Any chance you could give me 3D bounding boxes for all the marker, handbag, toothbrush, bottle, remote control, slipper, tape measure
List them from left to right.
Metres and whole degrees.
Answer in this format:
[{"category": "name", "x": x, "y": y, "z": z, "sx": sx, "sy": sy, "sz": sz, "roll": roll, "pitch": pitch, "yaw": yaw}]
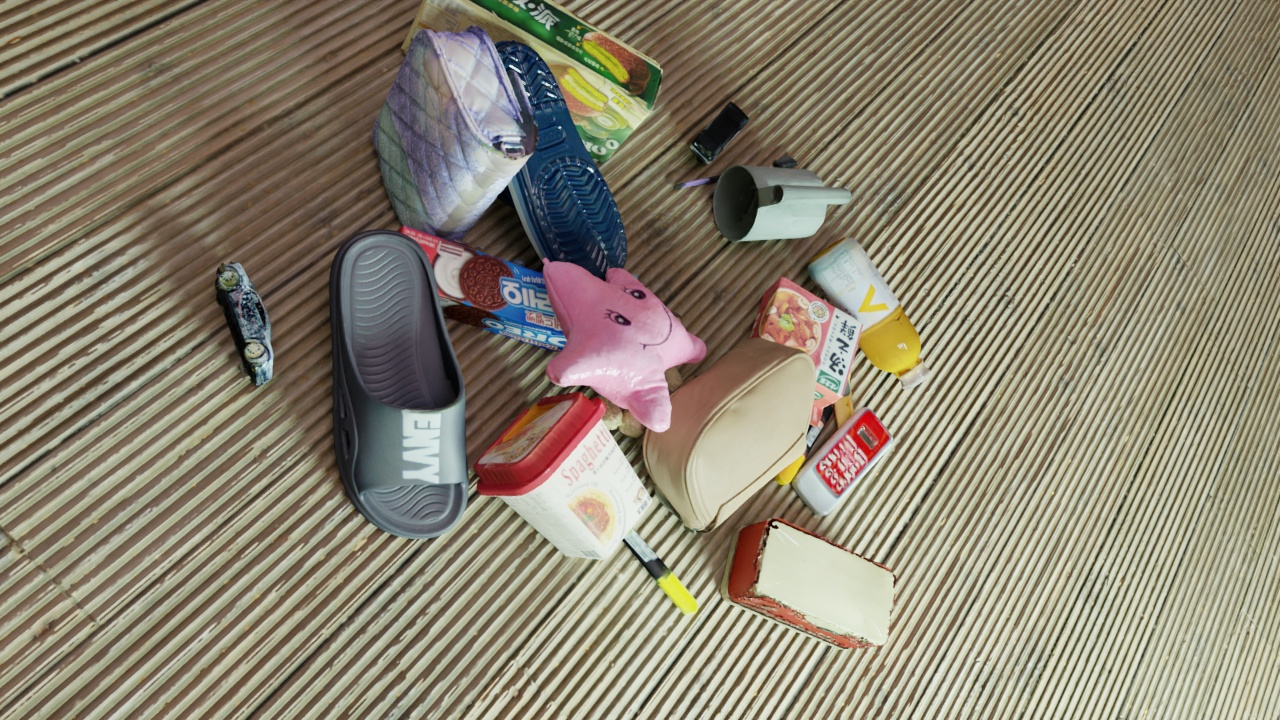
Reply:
[{"category": "slipper", "x": -0.201, "y": 0.022, "z": 0.762, "sx": 0.110, "sy": 0.083, "sz": 0.268, "roll": -9, "pitch": 94, "yaw": -22}, {"category": "handbag", "x": -0.166, "y": -0.193, "z": 0.810, "sx": 0.075, "sy": 0.194, "sz": 0.134, "roll": -18, "pitch": 83, "yaw": -34}, {"category": "slipper", "x": -0.103, "y": -0.178, "z": 0.891, "sx": 0.104, "sy": 0.095, "sz": 0.253, "roll": -40, "pitch": 116, "yaw": -37}, {"category": "marker", "x": 0.011, "y": 0.197, "z": 0.887, "sx": 0.124, "sy": 0.015, "sz": 0.018, "roll": 50, "pitch": 58, "yaw": -2}, {"category": "tape measure", "x": 0.087, "y": -0.255, "z": 1.040, "sx": 0.033, "sy": 0.066, "sz": 0.065, "roll": 44, "pitch": 86, "yaw": -5}, {"category": "handbag", "x": 0.088, "y": 0.069, "z": 0.912, "sx": 0.204, "sy": 0.100, "sz": 0.148, "roll": -33, "pitch": 128, "yaw": -33}, {"category": "toothbrush", "x": 0.113, "y": -0.220, "z": 1.073, "sx": 0.188, "sy": 0.014, "sz": 0.016, "roll": -17, "pitch": 75, "yaw": -31}, {"category": "marker", "x": 0.181, "y": 0.091, "z": 1.010, "sx": 0.018, "sy": 0.015, "sz": 0.123, "roll": 44, "pitch": 57, "yaw": -6}, {"category": "remote control", "x": 0.224, "y": 0.110, "z": 1.013, "sx": 0.135, "sy": 0.020, "sz": 0.056, "roll": -40, "pitch": 95, "yaw": -24}, {"category": "bottle", "x": 0.270, "y": -0.053, "z": 1.071, "sx": 0.067, "sy": 0.068, "sz": 0.189, "roll": -36, "pitch": 93, "yaw": -32}]

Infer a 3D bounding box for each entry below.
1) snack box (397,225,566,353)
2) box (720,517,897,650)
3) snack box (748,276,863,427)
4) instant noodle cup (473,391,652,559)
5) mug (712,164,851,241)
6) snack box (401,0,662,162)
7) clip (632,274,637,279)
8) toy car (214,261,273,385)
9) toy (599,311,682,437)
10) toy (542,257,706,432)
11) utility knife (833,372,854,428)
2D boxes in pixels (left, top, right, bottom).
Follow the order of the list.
[{"category": "snack box", "x": -0.136, "y": -0.062, "z": 0.865, "sx": 0.207, "sy": 0.057, "sz": 0.058, "roll": 18, "pitch": 69, "yaw": -23}, {"category": "box", "x": 0.176, "y": 0.228, "z": 0.925, "sx": 0.168, "sy": 0.079, "sz": 0.091, "roll": 26, "pitch": 63, "yaw": -18}, {"category": "snack box", "x": 0.177, "y": -0.010, "z": 1.015, "sx": 0.113, "sy": 0.044, "sz": 0.126, "roll": 28, "pitch": 61, "yaw": -11}, {"category": "instant noodle cup", "x": -0.065, "y": 0.108, "z": 0.824, "sx": 0.116, "sy": 0.117, "sz": 0.124, "roll": -48, "pitch": 111, "yaw": -31}, {"category": "mug", "x": 0.157, "y": -0.176, "z": 1.021, "sx": 0.103, "sy": 0.124, "sz": 0.083, "roll": -5, "pitch": 95, "yaw": -32}, {"category": "snack box", "x": -0.108, "y": -0.301, "z": 0.922, "sx": 0.240, "sy": 0.115, "sz": 0.063, "roll": 24, "pitch": 63, "yaw": -19}, {"category": "clip", "x": -0.029, "y": -0.071, "z": 0.946, "sx": 0.055, "sy": 0.038, "sz": 0.013, "roll": -28, "pitch": 87, "yaw": -22}, {"category": "toy car", "x": -0.325, "y": -0.031, "z": 0.760, "sx": 0.031, "sy": 0.049, "sz": 0.105, "roll": -17, "pitch": 84, "yaw": -29}, {"category": "toy", "x": -0.005, "y": 0.005, "z": 0.907, "sx": 0.105, "sy": 0.066, "sz": 0.156, "roll": 19, "pitch": 57, "yaw": -3}, {"category": "toy", "x": -0.027, "y": -0.023, "z": 0.820, "sx": 0.178, "sy": 0.075, "sz": 0.194, "roll": 42, "pitch": 35, "yaw": -4}, {"category": "utility knife", "x": 0.235, "y": 0.056, "z": 1.052, "sx": 0.031, "sy": 0.018, "sz": 0.151, "roll": -1, "pitch": 79, "yaw": -22}]
